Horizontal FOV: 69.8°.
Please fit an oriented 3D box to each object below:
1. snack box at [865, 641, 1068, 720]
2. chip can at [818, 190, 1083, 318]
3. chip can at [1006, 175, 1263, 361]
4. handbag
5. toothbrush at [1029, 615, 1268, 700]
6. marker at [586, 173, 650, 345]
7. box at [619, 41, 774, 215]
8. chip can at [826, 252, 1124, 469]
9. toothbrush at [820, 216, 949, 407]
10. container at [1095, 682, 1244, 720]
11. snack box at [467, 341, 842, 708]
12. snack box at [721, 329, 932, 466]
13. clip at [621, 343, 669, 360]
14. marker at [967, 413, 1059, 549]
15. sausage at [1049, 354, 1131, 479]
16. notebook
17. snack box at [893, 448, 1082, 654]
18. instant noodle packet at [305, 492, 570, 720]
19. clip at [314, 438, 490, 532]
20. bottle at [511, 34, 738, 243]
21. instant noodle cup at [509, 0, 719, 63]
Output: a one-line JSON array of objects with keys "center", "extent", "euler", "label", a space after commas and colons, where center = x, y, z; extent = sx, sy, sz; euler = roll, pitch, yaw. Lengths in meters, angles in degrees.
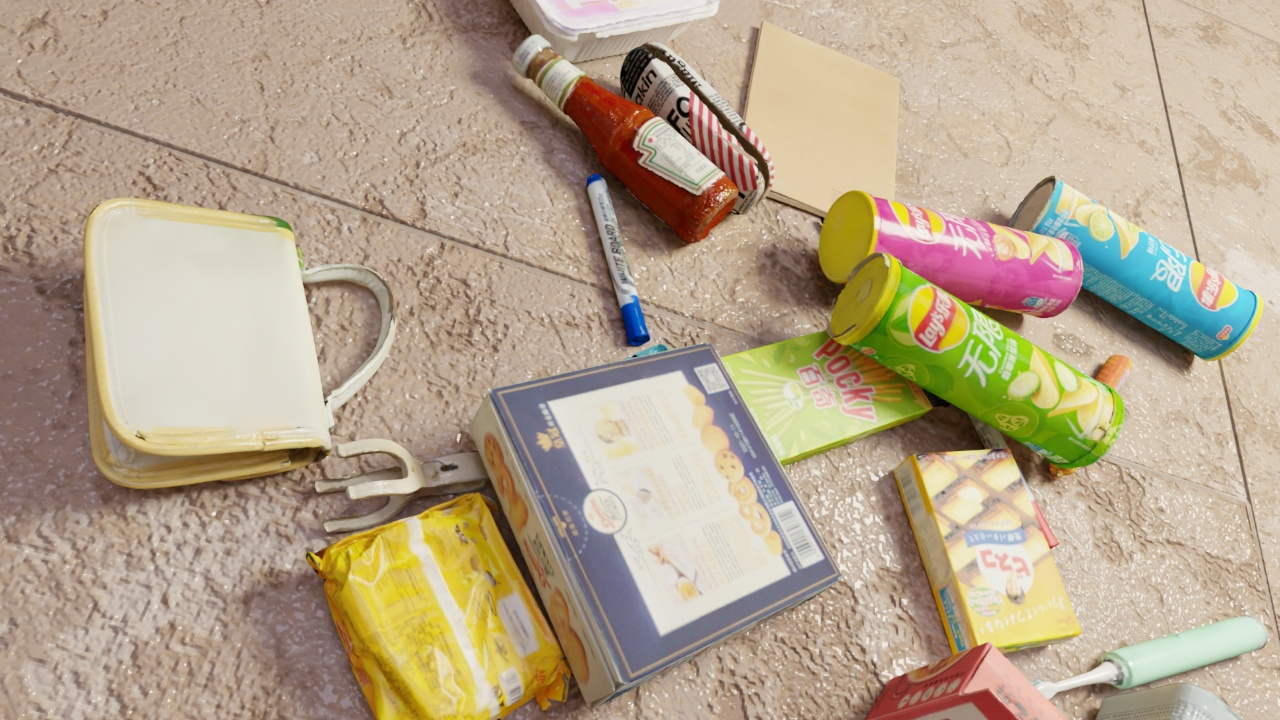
[{"center": [0.208, 0.224, 0.521], "extent": [0.113, 0.127, 0.044], "euler": [46, 57, 8], "label": "snack box"}, {"center": [0.251, -0.082, 0.737], "extent": [0.210, 0.072, 0.071], "euler": [8, 59, -21], "label": "chip can"}, {"center": [0.434, -0.082, 0.814], "extent": [0.210, 0.071, 0.071], "euler": [30, 56, -1], "label": "chip can"}, {"center": [-0.229, -0.009, 0.547], "extent": [0.178, 0.063, 0.163], "euler": [0, 61, -37], "label": "handbag"}, {"center": [0.355, 0.211, 0.643], "extent": [0.224, 0.027, 0.026], "euler": [-5, 96, -23], "label": "toothbrush"}, {"center": [-0.018, -0.077, 0.679], "extent": [0.016, 0.017, 0.145], "euler": [-5, 63, -22], "label": "marker"}, {"center": [0.039, -0.183, 0.733], "extent": [0.164, 0.072, 0.059], "euler": [49, 40, 14], "label": "box"}, {"center": [0.246, 0.004, 0.668], "extent": [0.221, 0.073, 0.072], "euler": [28, 56, -11], "label": "chip can"}, {"center": [0.191, -0.041, 0.738], "extent": [0.016, 0.014, 0.189], "euler": [-27, 70, -5], "label": "toothbrush"}, {"center": [0.323, 0.274, 0.559], "extent": [0.090, 0.090, 0.111], "euler": [41, 59, 6], "label": "container"}, {"center": [0.011, 0.087, 0.560], "extent": [0.182, 0.046, 0.178], "euler": [-12, 66, -37], "label": "snack box"}, {"center": [0.131, 0.022, 0.670], "extent": [0.156, 0.026, 0.085], "euler": [-14, 68, -27], "label": "snack box"}, {"center": [-0.006, 0.005, 0.635], "extent": [0.056, 0.049, 0.015], "euler": [-18, 70, -22], "label": "clip"}, {"center": [0.276, 0.075, 0.698], "extent": [0.017, 0.017, 0.145], "euler": [-9, 65, -24], "label": "marker"}, {"center": [0.368, 0.043, 0.747], "extent": [0.021, 0.022, 0.164], "euler": [43, 56, 7], "label": "sausage"}, {"center": [0.165, -0.211, 0.826], "extent": [0.149, 0.012, 0.211], "euler": [19, 57, -10], "label": "notebook"}, {"center": [0.241, 0.132, 0.644], "extent": [0.086, 0.034, 0.140], "euler": [-1, 64, -20], "label": "snack box"}, {"center": [-0.109, 0.146, 0.501], "extent": [0.110, 0.044, 0.128], "euler": [-18, 71, -30], "label": "instant noodle packet"}, {"center": [-0.146, 0.075, 0.541], "extent": [0.102, 0.094, 0.035], "euler": [17, 45, -58], "label": "clip"}, {"center": [-0.016, -0.175, 0.711], "extent": [0.206, 0.060, 0.059], "euler": [42, 56, 7], "label": "bottle"}, {"center": [-0.035, -0.317, 0.786], "extent": [0.173, 0.060, 0.138], "euler": [-23, 71, -28], "label": "instant noodle cup"}]
